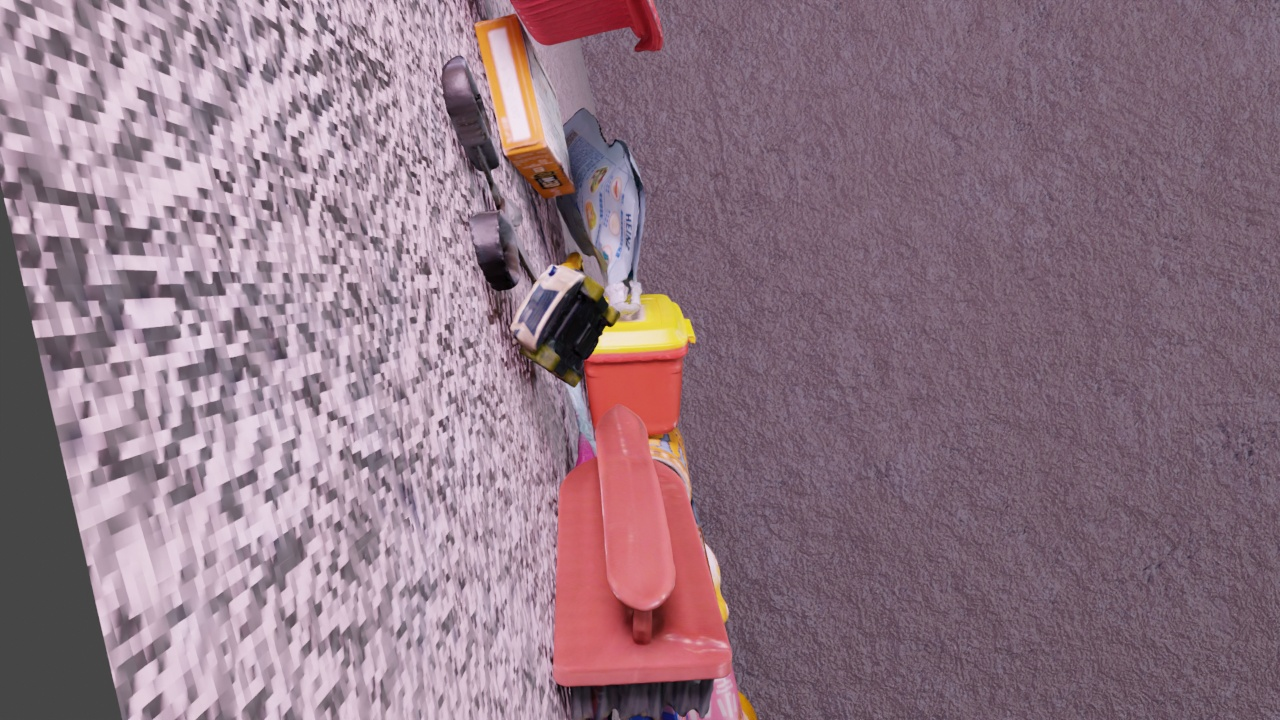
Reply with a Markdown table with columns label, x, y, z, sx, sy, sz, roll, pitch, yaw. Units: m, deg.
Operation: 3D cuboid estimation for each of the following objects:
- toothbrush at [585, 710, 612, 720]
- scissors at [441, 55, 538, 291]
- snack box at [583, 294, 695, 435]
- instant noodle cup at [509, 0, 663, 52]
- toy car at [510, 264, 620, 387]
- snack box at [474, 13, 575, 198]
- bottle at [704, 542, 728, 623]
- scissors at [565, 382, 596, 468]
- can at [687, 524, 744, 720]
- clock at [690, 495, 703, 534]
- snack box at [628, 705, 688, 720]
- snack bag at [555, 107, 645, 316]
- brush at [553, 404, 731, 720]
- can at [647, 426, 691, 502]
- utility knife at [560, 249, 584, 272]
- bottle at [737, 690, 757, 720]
| label | x | y | z | sx | sy | sz | roll | pitch | yaw |
| --- | --- | --- | --- | --- | --- | --- | --- | --- | --- |
| toothbrush | -0.017 | 0.140 | 0.351 | 0.189 | 0.014 | 0.018 | -95 | -178 | -77 |
| scissors | -0.062 | -0.069 | 0.417 | 0.159 | 0.014 | 0.171 | -101 | 178 | -50 |
| snack box | -0.004 | 0.004 | 0.635 | 0.091 | 0.082 | 0.080 | -97 | -176 | -68 |
| instant noodle cup | -0.057 | -0.239 | 0.479 | 0.194 | 0.066 | 0.193 | 61 | 6 | -12 |
| toy car | -0.036 | -0.016 | 0.399 | 0.042 | 0.035 | 0.090 | -60 | 173 | -5 |
| snack box | -0.067 | -0.150 | 0.569 | 0.153 | 0.026 | 0.075 | -23 | 101 | -87 |
| bottle | 0.029 | 0.161 | 0.709 | 0.063 | 0.063 | 0.108 | 66 | 11 | -77 |
| scissors | -0.025 | 0.044 | 0.507 | 0.077 | 0.017 | 0.137 | 45 | 24 | -50 |
| can | 0.029 | 0.190 | 0.638 | 0.058 | 0.058 | 0.147 | 68 | 9 | -75 |
| clock | 0.036 | 0.185 | 0.875 | 0.082 | 0.055 | 0.122 | -92 | 170 | -81 |
| snack box | 0.006 | 0.179 | 0.514 | 0.084 | 0.026 | 0.157 | -91 | 168 | -79 |
| snack bag | -0.028 | -0.109 | 0.648 | 0.191 | 0.038 | 0.110 | -122 | -141 | -60 |
| brush | -0.004 | 0.075 | 0.381 | 0.145 | 0.063 | 0.069 | -101 | -170 | -65 |
| can | 0.005 | 0.078 | 0.652 | 0.146 | 0.058 | 0.058 | -86 | 163 | -83 |
| utility knife | -0.048 | -0.063 | 0.676 | 0.192 | 0.015 | 0.033 | -96 | 175 | -75 |
| bottle | 0.065 | 0.315 | 0.678 | 0.068 | 0.068 | 0.189 | 62 | 15 | -81 |
